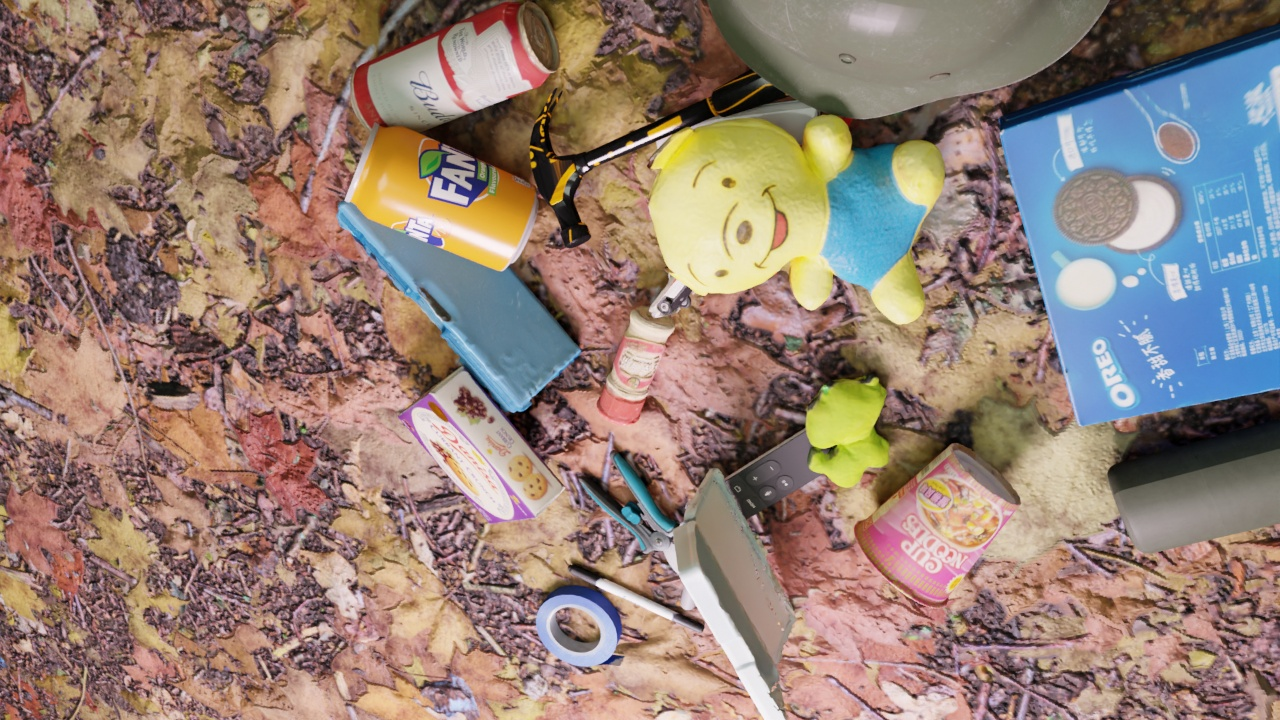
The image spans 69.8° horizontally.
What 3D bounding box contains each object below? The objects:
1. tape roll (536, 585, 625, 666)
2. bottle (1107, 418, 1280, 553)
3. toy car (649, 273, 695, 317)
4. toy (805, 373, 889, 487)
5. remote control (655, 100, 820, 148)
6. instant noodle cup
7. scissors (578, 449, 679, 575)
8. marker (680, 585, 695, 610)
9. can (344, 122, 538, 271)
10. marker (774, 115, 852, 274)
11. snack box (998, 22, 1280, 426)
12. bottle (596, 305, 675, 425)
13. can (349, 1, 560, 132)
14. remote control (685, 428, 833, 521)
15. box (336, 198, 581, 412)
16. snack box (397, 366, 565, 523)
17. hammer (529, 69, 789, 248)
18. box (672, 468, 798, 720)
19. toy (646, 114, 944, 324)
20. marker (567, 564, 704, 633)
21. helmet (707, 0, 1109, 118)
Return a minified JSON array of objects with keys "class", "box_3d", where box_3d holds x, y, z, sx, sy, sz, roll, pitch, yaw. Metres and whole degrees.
[{"class":"tape roll","box_3d":[-0.065,0.281,0.969,0.091,0.016,0.093,-2,113,20]},{"class":"bottle","box_3d":[0.460,0.082,0.669,0.207,0.071,0.071,-22,105,26]},{"class":"toy car","box_3d":[0.045,-0.084,0.756,0.039,0.039,0.113,50,121,16]},{"class":"toy","box_3d":[0.175,0.058,0.774,0.094,0.036,0.093,-40,108,14]},{"class":"remote control","box_3d":[0.075,-0.179,0.713,0.131,0.012,0.033,-2,113,20]},{"class":"instant noodle cup","box_3d":[0.248,0.131,0.755,0.097,0.097,0.109,36,112,1]},{"class":"scissors","box_3d":[-0.001,0.149,0.882,0.153,0.019,0.128,9,112,19]},{"class":"marker","box_3d":[0.057,0.183,0.884,0.016,0.016,0.141,16,118,12]},{"class":"can","box_3d":[-0.160,-0.133,0.750,0.142,0.079,0.079,21,122,-20]},{"class":"marker","box_3d":[0.131,-0.130,0.718,0.013,0.012,0.142,26,119,6]},{"class":"snack box","box_3d":[0.376,-0.084,0.630,0.196,0.056,0.239,-15,109,24]},{"class":"bottle","box_3d":[-0.005,0.005,0.808,0.044,0.044,0.109,25,119,7]},{"class":"can","box_3d":[-0.151,-0.230,0.736,0.170,0.067,0.067,-13,109,23]},{"class":"remote control","box_3d":[0.108,0.111,0.825,0.147,0.008,0.045,-36,107,22]},{"class":"box","box_3d":[-0.171,-0.057,0.830,0.231,0.094,0.102,48,148,-7]},{"class":"snack box","box_3d":[-0.151,0.084,0.854,0.143,0.040,0.148,51,153,-7]},{"class":"hammer","box_3d":[0.056,-0.196,0.693,0.321,0.036,0.123,-19,86,22]},{"class":"box","box_3d":[0.086,0.208,0.798,0.049,0.136,0.197,-15,118,25]},{"class":"toy","box_3d":[0.108,-0.107,0.670,0.214,0.083,0.149,2,121,-2]},{"class":"marker","box_3d":[-0.005,0.242,0.935,0.152,0.011,0.011,23,119,7]},{"class":"helmet","box_3d":[0.150,-0.262,0.541,0.268,0.153,0.227,19,106,14]}]
